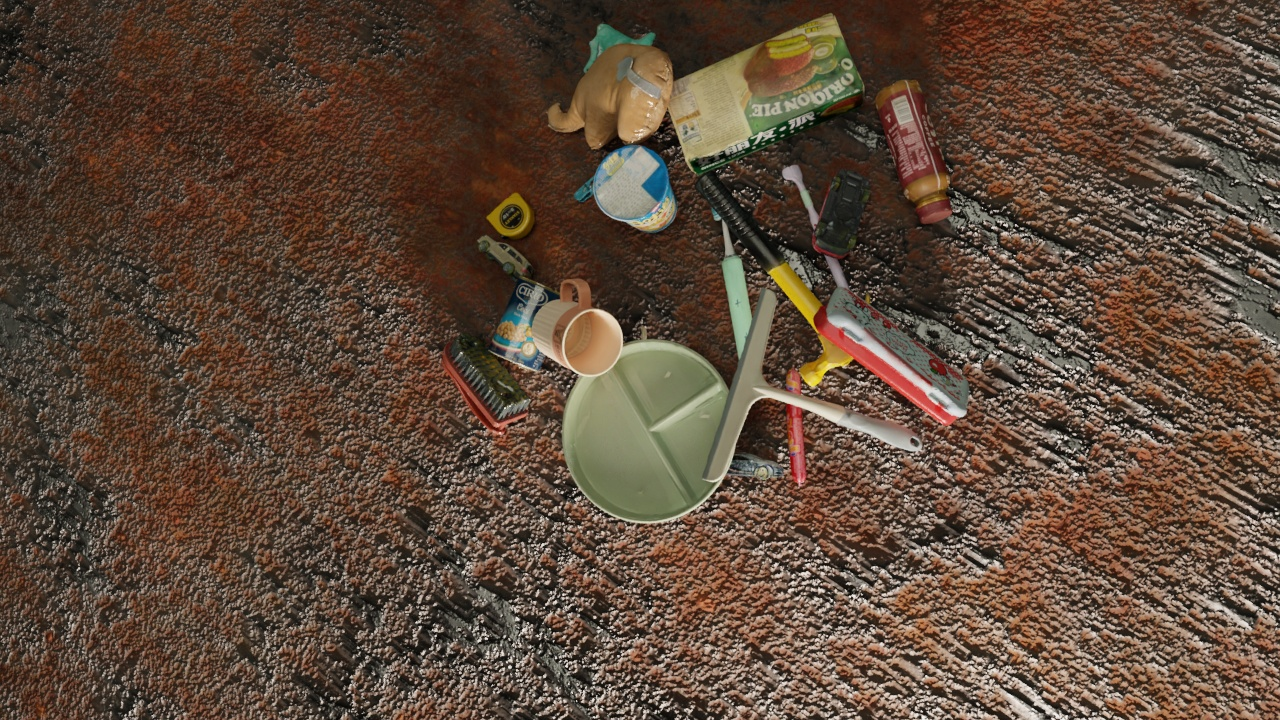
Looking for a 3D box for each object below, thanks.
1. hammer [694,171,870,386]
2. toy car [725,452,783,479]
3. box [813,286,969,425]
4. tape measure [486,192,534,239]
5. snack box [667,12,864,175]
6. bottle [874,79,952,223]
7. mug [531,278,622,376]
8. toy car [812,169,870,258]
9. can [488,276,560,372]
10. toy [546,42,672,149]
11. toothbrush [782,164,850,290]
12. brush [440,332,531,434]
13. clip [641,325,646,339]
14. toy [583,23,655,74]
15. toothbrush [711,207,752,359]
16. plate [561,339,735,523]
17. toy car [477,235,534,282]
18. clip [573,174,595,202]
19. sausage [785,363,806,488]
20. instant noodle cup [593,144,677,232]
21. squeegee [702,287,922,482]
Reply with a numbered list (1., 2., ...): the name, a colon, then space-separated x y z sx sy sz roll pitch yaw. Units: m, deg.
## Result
1. hammer: 0.173 -0.118 1.155 0.129 0.032 0.300 -40 81 12
2. toy car: 0.126 0.131 1.144 0.106 0.049 0.031 4 89 15
3. box: 0.299 -0.009 1.069 0.201 0.090 0.068 37 105 -3
4. tape measure: -0.176 -0.197 1.276 0.060 0.029 0.057 -42 74 6
5. snack box: 0.158 -0.343 1.192 0.240 0.063 0.114 -21 78 11
6. bottle: 0.341 -0.257 1.136 0.057 0.057 0.174 -16 79 12
7. mug: -0.083 -0.046 1.154 0.081 0.106 0.114 -10 106 -27
8. toy car: 0.249 -0.180 1.142 0.053 0.045 0.120 22 68 -1
9. can: -0.149 -0.047 1.225 0.075 0.075 0.111 24 90 16
10. toy: -0.040 -0.351 1.215 0.226 0.082 0.143 15 81 53
11. toothbrush: 0.228 -0.163 1.173 0.029 0.021 0.189 -17 78 -21
12. brush: -0.219 0.031 1.244 0.146 0.063 0.069 48 125 16
13. clip: -0.012 0.009 1.204 0.064 0.034 0.098 -19 75 12
14. toy: -0.036 -0.429 1.272 0.092 0.030 0.096 38 100 21
15. toothbrush: 0.122 -0.100 1.187 0.027 0.026 0.224 -12 80 16
16. plate: 0.011 0.087 1.149 0.230 0.027 0.230 -4 79 20
17. toy car: -0.187 -0.142 1.265 0.090 0.042 0.035 39 83 15
18. clip: -0.067 -0.238 1.257 0.056 0.041 0.014 -38 73 10
19. sausage: 0.194 0.081 1.149 0.020 0.020 0.155 -4 81 14
20. instant noodle cup: 0.002 -0.213 1.190 0.099 0.110 0.099 -2 82 15
21. squeegee: 0.227 0.063 1.094 0.246 0.039 0.246 19 80 -3
